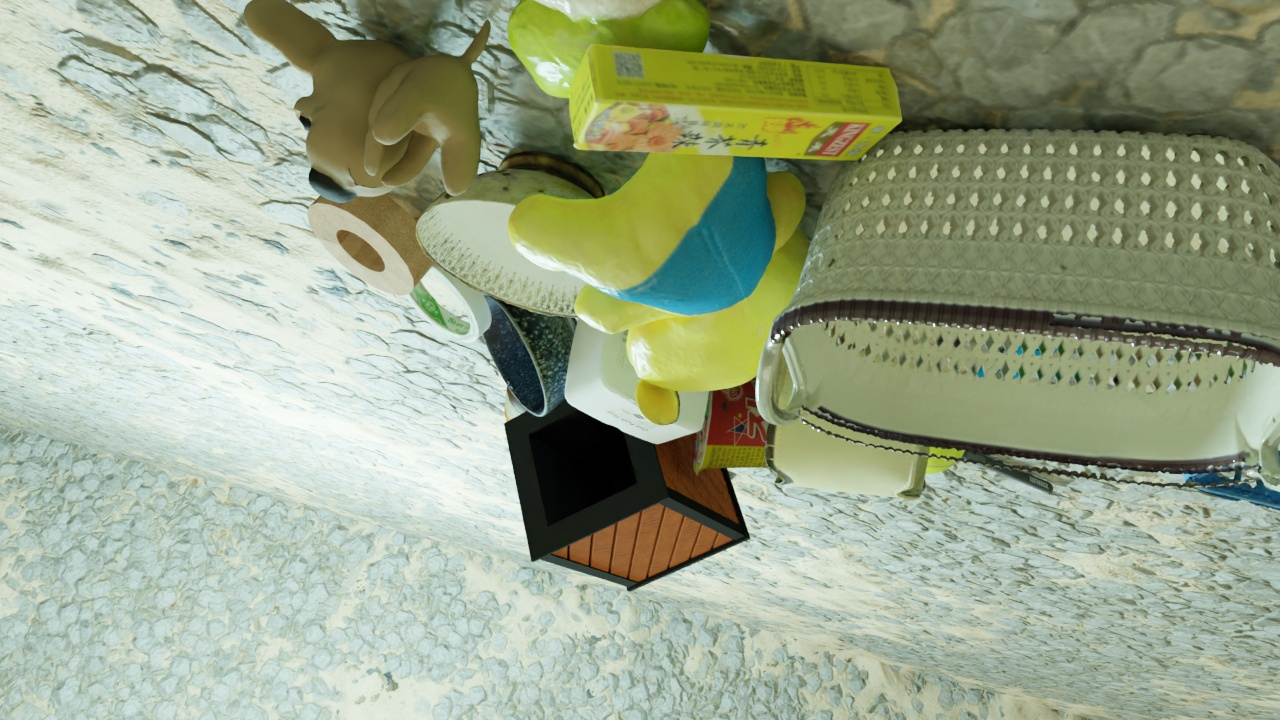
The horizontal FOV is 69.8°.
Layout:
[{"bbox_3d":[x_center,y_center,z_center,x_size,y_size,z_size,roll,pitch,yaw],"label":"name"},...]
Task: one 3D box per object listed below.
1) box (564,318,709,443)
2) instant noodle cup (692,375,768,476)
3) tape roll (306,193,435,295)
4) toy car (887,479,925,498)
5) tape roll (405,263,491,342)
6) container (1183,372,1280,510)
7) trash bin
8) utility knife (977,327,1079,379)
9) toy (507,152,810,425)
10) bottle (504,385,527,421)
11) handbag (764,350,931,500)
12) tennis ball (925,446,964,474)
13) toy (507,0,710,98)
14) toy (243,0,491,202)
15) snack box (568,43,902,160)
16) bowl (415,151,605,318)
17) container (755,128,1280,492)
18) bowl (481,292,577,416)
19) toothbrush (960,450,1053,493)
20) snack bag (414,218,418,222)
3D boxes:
[{"bbox_3d":[-0.012,0.008,0.740,0.107,0.102,0.095,28,145,-32],"label":"box"},{"bbox_3d":[0.107,0.052,0.802,0.112,0.100,0.100,5,160,0],"label":"instant noodle cup"},{"bbox_3d":[-0.199,-0.090,0.680,0.094,0.027,0.094,26,153,14],"label":"tape roll"},{"bbox_3d":[0.227,0.097,0.904,0.113,0.040,0.048,30,162,11],"label":"toy car"},{"bbox_3d":[-0.162,-0.055,0.747,0.094,0.018,0.094,31,150,20],"label":"tape roll"},{"bbox_3d":[0.522,0.036,0.464,0.362,0.089,0.257,13,160,5],"label":"container"},{"bbox_3d":[-0.011,0.115,0.872,0.140,0.139,0.171,-28,147,18],"label":"trash bin"},{"bbox_3d":[0.267,0.001,0.657,0.031,0.015,0.175,11,158,-2],"label":"utility knife"},{"bbox_3d":[0.035,-0.045,0.522,0.084,0.149,0.214,54,179,33],"label":"toy"},{"bbox_3d":[-0.099,0.030,0.907,0.068,0.067,0.157,16,160,-4],"label":"bottle"},{"bbox_3d":[0.161,0.047,0.708,0.119,0.111,0.081,6,158,23],"label":"handbag"},{"bbox_3d":[0.236,0.061,0.759,0.065,0.065,0.065,13,160,5],"label":"tennis ball"},{"bbox_3d":[-0.016,-0.157,0.398,0.092,0.043,0.118,5,157,7],"label":"toy"},{"bbox_3d":[-0.131,-0.131,0.482,0.108,0.105,0.134,13,167,37],"label":"toy"},{"bbox_3d":[0.043,-0.114,0.415,0.147,0.029,0.040,-2,164,-19],"label":"snack box"},{"bbox_3d":[-0.064,-0.086,0.586,0.145,0.063,0.145,14,159,5],"label":"bowl"},{"bbox_3d":[0.195,-0.022,0.463,0.252,0.143,0.185,6,159,21],"label":"container"},{"bbox_3d":[-0.085,-0.017,0.765,0.114,0.060,0.115,46,152,32],"label":"bowl"},{"bbox_3d":[0.325,0.096,0.865,0.167,0.012,0.013,22,151,-18],"label":"toothbrush"},{"bbox_3d":[-0.139,-0.087,0.696,0.099,0.020,0.026,13,155,6],"label":"snack bag"}]
